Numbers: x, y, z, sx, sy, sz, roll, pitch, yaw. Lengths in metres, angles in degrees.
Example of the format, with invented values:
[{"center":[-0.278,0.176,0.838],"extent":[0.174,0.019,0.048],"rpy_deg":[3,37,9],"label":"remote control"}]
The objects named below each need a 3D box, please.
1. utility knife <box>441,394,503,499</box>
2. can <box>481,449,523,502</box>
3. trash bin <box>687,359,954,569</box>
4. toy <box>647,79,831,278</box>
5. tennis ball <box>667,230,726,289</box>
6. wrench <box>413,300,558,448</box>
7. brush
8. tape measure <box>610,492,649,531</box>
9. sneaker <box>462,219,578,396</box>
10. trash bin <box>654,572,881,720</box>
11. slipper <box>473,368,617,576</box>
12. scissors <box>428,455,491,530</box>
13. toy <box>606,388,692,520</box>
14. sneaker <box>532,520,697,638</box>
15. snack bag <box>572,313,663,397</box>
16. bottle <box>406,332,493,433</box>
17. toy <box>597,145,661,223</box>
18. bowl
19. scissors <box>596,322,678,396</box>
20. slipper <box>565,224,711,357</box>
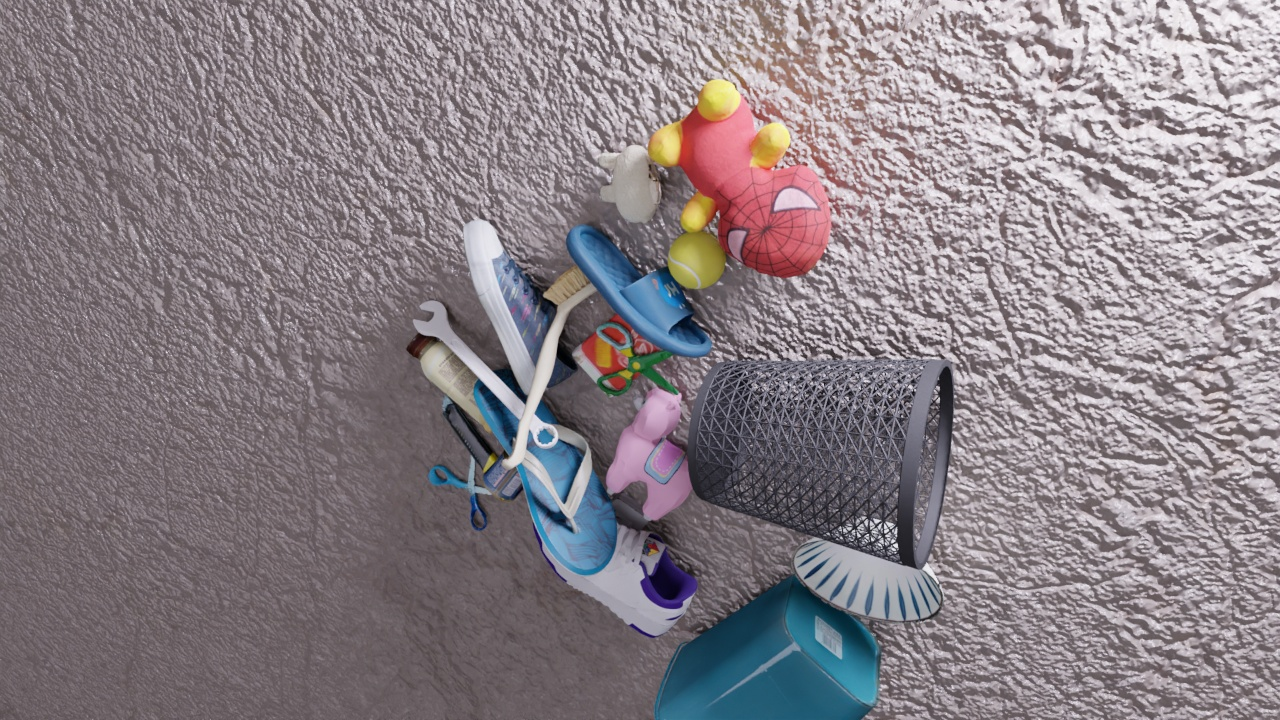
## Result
[{"center":[-0.227,0.122,1.283],"extent":[0.029,0.020,0.174],"rpy_deg":[-32,98,14],"label":"utility knife"},{"center":[-0.161,0.136,1.215],"extent":[0.054,0.099,0.059],"rpy_deg":[40,120,0],"label":"can"},{"center":[0.195,0.094,0.998],"extent":[0.244,0.216,0.217],"rpy_deg":[7,115,26],"label":"trash bin"},{"center":[0.114,-0.181,0.960],"extent":[0.216,0.098,0.148],"rpy_deg":[51,131,-4],"label":"toy"},{"center":[0.063,-0.113,1.030],"extent":[0.065,0.065,0.065],"rpy_deg":[9,116,18],"label":"tennis ball"},{"center":[-0.199,0.016,1.166],"extent":[0.273,0.047,0.009],"rpy_deg":[43,165,22],"label":"wrench"},{"center":[-0.109,0.004,1.097],"extent":[0.077,0.062,0.272],"rpy_deg":[23,90,5],"label":"brush"},{"center":[-0.023,0.215,1.241],"extent":[0.062,0.020,0.060],"rpy_deg":[38,121,2],"label":"tape measure"},{"center":[-0.146,-0.070,1.137],"extent":[0.079,0.087,0.235],"rpy_deg":[-18,111,8],"label":"sneaker"},{"center":[0.170,0.406,1.161],"extent":[0.199,0.196,0.219],"rpy_deg":[42,115,-1],"label":"trash bin"},{"center":[-0.110,0.127,1.157],"extent":[0.295,0.118,0.060],"rpy_deg":[58,136,13],"label":"slipper"},{"center":[-0.247,0.190,1.328],"extent":[0.127,0.014,0.133],"rpy_deg":[4,110,16],"label":"scissors"},{"center":[0.022,0.116,1.153],"extent":[0.123,0.067,0.158],"rpy_deg":[33,117,4],"label":"toy"},{"center":[-0.028,0.255,1.200],"extent":[0.244,0.091,0.111],"rpy_deg":[41,125,-5],"label":"sneaker"},{"center":[-0.022,-0.015,1.127],"extent":[0.116,0.036,0.077],"rpy_deg":[-39,95,31],"label":"snack bag"},{"center":[-0.239,0.025,1.222],"extent":[0.162,0.056,0.057],"rpy_deg":[42,121,0],"label":"bottle"},{"center":[-0.004,-0.196,1.026],"extent":[0.112,0.050,0.087],"rpy_deg":[17,120,39],"label":"toy"},{"center":[0.274,0.235,1.087],"extent":[0.177,0.070,0.178],"rpy_deg":[18,144,13],"label":"bowl"},{"center":[-0.008,-0.001,1.099],"extent":[0.126,0.011,0.127],"rpy_deg":[-21,105,30],"label":"scissors"},{"center":[0.001,-0.082,1.051],"extent":[0.213,0.103,0.059],"rpy_deg":[44,119,3],"label":"slipper"}]
